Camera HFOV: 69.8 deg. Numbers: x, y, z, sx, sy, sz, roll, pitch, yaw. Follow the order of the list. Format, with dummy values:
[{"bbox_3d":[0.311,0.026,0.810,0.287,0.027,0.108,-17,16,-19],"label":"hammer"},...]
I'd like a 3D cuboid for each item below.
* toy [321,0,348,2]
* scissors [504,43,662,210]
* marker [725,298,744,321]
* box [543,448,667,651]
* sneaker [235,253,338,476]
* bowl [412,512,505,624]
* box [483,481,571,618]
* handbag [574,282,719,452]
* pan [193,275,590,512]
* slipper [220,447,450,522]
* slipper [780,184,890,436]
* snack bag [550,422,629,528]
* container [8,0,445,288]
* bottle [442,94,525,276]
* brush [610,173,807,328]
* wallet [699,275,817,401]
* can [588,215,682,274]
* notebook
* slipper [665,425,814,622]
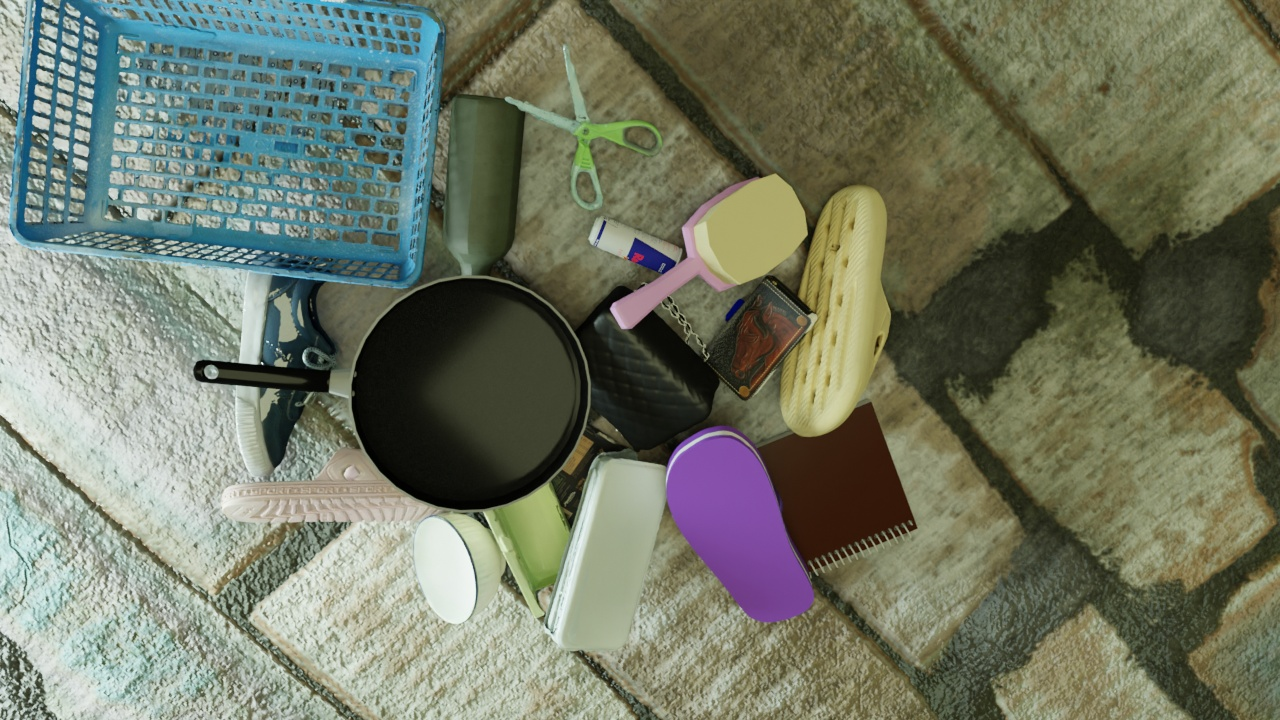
[{"bbox_3d":[-0.305,-0.416,0.804,0.267,0.141,0.246,-31,79,4],"label":"toy"},{"bbox_3d":[-0.057,-0.219,0.900,0.171,0.024,0.160,13,123,-27],"label":"scissors"},{"bbox_3d":[0.153,-0.018,0.986,0.133,0.023,0.027,35,121,-10],"label":"marker"},{"bbox_3d":[-0.030,0.201,0.952,0.083,0.122,0.215,20,99,22],"label":"box"},{"bbox_3d":[-0.355,0.004,0.933,0.087,0.089,0.236,6,99,-10],"label":"sneaker"},{"bbox_3d":[-0.188,0.217,0.991,0.062,0.118,0.118,-12,109,-45],"label":"bowl"},{"bbox_3d":[-0.119,0.165,0.975,0.083,0.091,0.188,-26,107,-13],"label":"box"},{"bbox_3d":[-0.005,0.006,0.964,0.153,0.114,0.125,43,121,-15],"label":"handbag"},{"bbox_3d":[-0.224,0.025,0.861,0.356,0.034,0.225,6,94,-15],"label":"pan"},{"bbox_3d":[-0.306,0.128,0.956,0.239,0.094,0.064,0,65,-16],"label":"slipper"},{"bbox_3d":[0.215,-0.046,0.934,0.079,0.111,0.261,12,86,-28],"label":"slipper"},{"bbox_3d":[-0.082,0.141,1.012,0.074,0.018,0.155,34,99,-11],"label":"snack bag"},{"bbox_3d":[-0.369,-0.210,0.859,0.362,0.089,0.257,6,92,-5],"label":"container"},{"bbox_3d":[-0.158,-0.154,0.911,0.071,0.071,0.207,6,103,-5],"label":"bottle"},{"bbox_3d":[0.068,-0.102,0.901,0.228,0.043,0.089,-36,104,-23],"label":"brush"},{"bbox_3d":[0.121,-0.022,0.950,0.072,0.019,0.123,44,124,11],"label":"wallet"},{"bbox_3d":[-0.005,-0.118,0.947,0.095,0.032,0.032,21,101,-8],"label":"can"},{"bbox_3d":[0.188,0.161,1.032,0.209,0.022,0.171,-22,102,2],"label":"notebook"},{"bbox_3d":[0.106,0.162,0.985,0.107,0.083,0.266,-22,120,14],"label":"slipper"}]
